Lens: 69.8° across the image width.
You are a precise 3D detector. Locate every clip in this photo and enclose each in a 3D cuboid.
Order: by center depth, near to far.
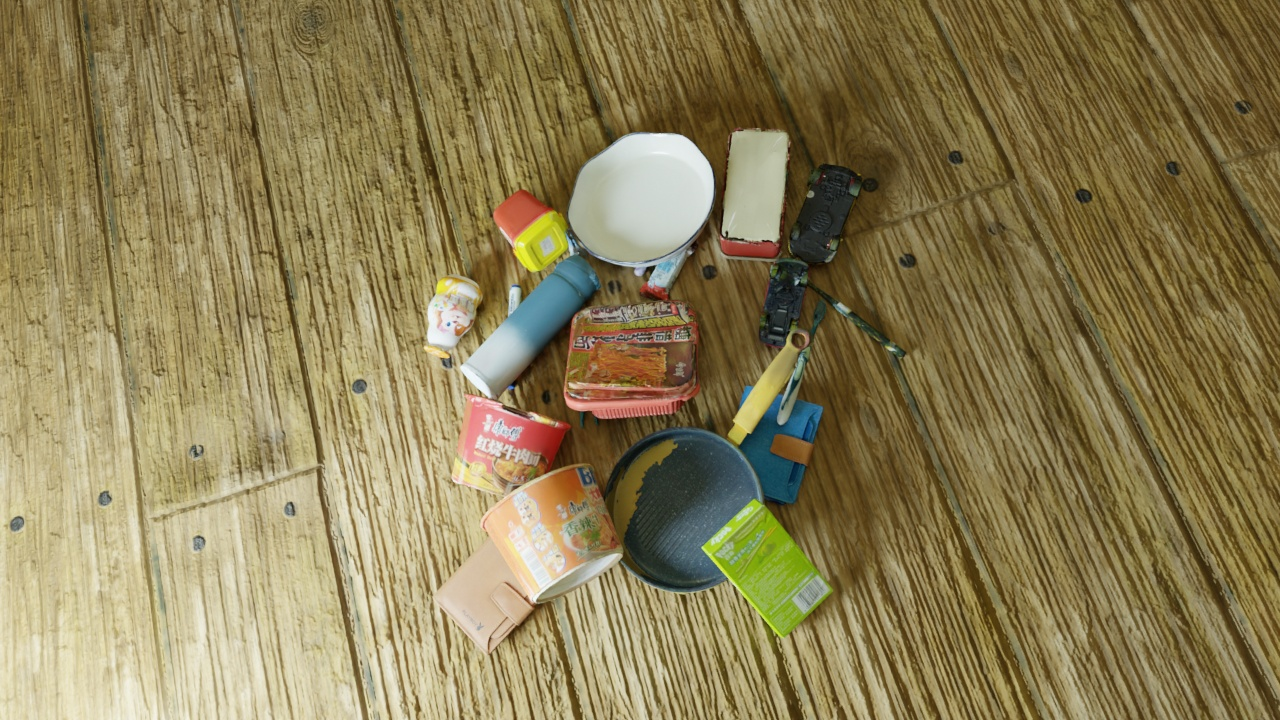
[{"bbox_3d":[-0.070,0.060,1.199,0.041,0.014,0.056,-10,71,3],"label":"clip"},{"bbox_3d":[-0.091,-0.153,1.247,0.028,0.057,0.024,-26,58,-3],"label":"clip"}]

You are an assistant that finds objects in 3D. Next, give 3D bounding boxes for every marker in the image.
[{"bbox_3d":[-0.173,-0.033,1.239,0.017,0.017,0.145,0,72,6],"label":"marker"}]

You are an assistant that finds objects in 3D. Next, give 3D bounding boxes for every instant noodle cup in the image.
[{"bbox_3d":[-0.097,0.207,1.076,0.151,0.151,0.111,-29,70,-3],"label":"instant noodle cup"},{"bbox_3d":[-0.167,0.111,1.139,0.138,0.138,0.108,15,84,11],"label":"instant noodle cup"},{"bbox_3d":[-0.007,0.007,1.152,0.164,0.079,0.188,-4,42,6],"label":"instant noodle cup"}]

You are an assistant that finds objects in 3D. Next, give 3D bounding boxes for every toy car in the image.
[{"bbox_3d":[0.186,-0.074,1.194,0.053,0.045,0.120,14,82,9],"label":"toy car"},{"bbox_3d":[0.245,-0.195,1.227,0.071,0.041,0.155,19,74,12],"label":"toy car"}]

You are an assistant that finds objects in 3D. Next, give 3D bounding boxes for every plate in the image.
[{"bbox_3d":[0.005,-0.214,1.244,0.205,0.045,0.204,-6,68,15],"label":"plate"}]

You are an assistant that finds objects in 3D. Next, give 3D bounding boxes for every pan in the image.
[{"bbox_3d":[0.097,0.113,1.099,0.198,0.078,0.357,37,90,18],"label":"pan"}]

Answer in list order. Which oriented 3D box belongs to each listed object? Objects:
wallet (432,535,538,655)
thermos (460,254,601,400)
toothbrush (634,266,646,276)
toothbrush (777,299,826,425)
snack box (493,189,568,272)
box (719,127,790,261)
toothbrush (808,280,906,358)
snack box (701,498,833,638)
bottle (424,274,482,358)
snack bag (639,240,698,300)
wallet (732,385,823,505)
[{"bbox_3d":[-0.177,0.280,1.135,0.108,0.031,0.131,41,82,18],"label":"wallet"},{"bbox_3d":[-0.140,-0.048,1.205,0.070,0.070,0.220,36,72,16],"label":"thermos"},{"bbox_3d":[0.039,-0.198,1.266,0.029,0.021,0.189,15,73,50],"label":"toothbrush"},{"bbox_3d":[0.206,-0.001,1.164,0.016,0.018,0.191,15,62,17],"label":"toothbrush"},{"bbox_3d":[-0.148,-0.180,1.246,0.082,0.091,0.080,-40,65,-7],"label":"snack box"},{"bbox_3d":[0.156,-0.226,1.229,0.091,0.079,0.168,5,74,9],"label":"box"},{"bbox_3d":[0.269,-0.064,1.196,0.186,0.017,0.012,41,94,17],"label":"toothbrush"},{"bbox_3d":[0.149,0.242,1.062,0.085,0.026,0.156,-42,112,-6],"label":"snack box"},{"bbox_3d":[-0.255,-0.059,1.233,0.063,0.063,0.108,15,75,11],"label":"bottle"},{"bbox_3d":[0.038,-0.125,1.238,0.045,0.026,0.105,23,75,22],"label":"snack bag"},{"bbox_3d":[0.162,0.106,1.147,0.106,0.040,0.133,16,76,16],"label":"wallet"}]
